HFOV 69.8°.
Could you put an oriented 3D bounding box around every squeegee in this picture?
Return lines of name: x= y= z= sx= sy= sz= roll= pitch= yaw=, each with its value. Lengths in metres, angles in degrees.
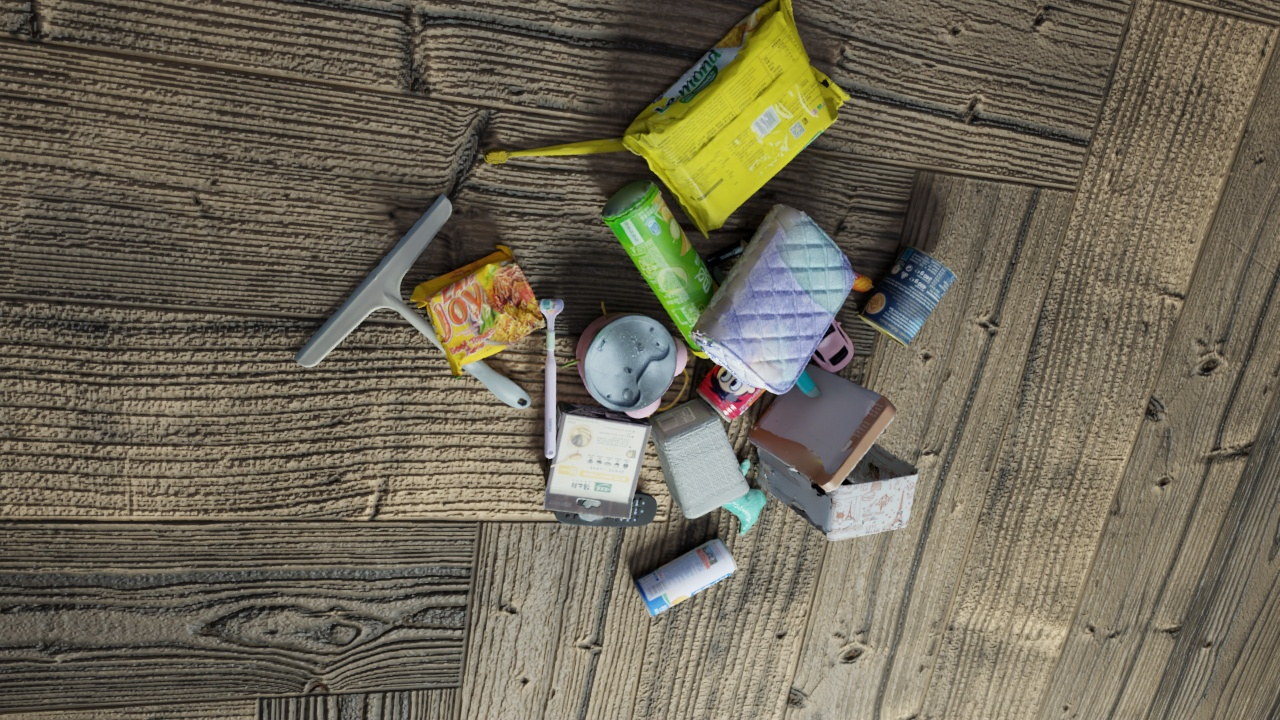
squeegee: x=-0.214 y=-0.014 z=1.044 sx=0.246 sy=0.039 sz=0.246 roll=-47 pitch=116 yaw=3

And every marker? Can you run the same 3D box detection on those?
marker: x=0.136 y=-0.144 z=1.116 sx=0.124 sy=0.015 sz=0.018 roll=-26 pitch=111 yaw=-5

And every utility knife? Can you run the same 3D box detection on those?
utility knife: x=0.154 y=-0.033 z=1.125 sx=0.207 sy=0.013 sz=0.029 roll=52 pitch=49 yaw=-4

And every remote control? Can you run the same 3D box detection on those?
remote control: x=-0.045 y=0.188 z=1.180 sx=0.136 sy=0.024 sz=0.053 roll=6 pitch=105 yaw=-18

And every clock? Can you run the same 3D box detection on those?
clock: x=-0.007 y=0.006 z=1.100 sx=0.158 sy=0.060 sz=0.117 roll=32 pitch=90 yaw=-26

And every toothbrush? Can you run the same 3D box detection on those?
toothbrush: x=-0.078 y=-0.233 z=1.015 sx=0.190 sy=0.016 sz=0.016 roll=-9 pitch=112 yaw=-14
toothbrush: x=-0.105 y=0.022 z=1.080 sx=0.029 sy=0.021 sz=0.189 roll=0 pitch=97 yaw=-11

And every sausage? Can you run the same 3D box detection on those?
sausage: x=0.227 y=-0.116 z=1.151 sx=0.165 sy=0.021 sz=0.021 roll=17 pitch=104 yaw=-22

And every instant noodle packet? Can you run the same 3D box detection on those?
instant noodle packet: x=-0.176 y=-0.055 z=1.012 sx=0.128 sy=0.044 sz=0.111 roll=-32 pitch=111 yaw=-26

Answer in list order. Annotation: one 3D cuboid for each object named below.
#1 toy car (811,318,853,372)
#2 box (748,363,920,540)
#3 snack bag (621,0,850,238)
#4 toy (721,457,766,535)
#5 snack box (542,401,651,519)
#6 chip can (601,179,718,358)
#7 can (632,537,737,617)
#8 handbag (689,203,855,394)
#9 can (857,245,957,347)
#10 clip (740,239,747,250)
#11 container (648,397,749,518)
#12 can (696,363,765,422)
toy car: x=0.230 y=-0.034 z=1.176 sx=0.056 sy=0.037 sz=0.122 roll=-43 pitch=115 yaw=0
box: x=0.238 y=0.100 z=1.148 sx=0.152 sy=0.182 sz=0.178 roll=-4 pitch=111 yaw=-26
snack bag: x=0.113 y=-0.267 z=1.028 sx=0.246 sy=0.068 sz=0.158 roll=-44 pitch=118 yaw=-4
toy: x=0.132 y=0.180 z=1.230 sx=0.092 sy=0.030 sz=0.096 roll=30 pitch=93 yaw=-27
snack box: x=-0.057 y=0.123 z=1.132 sx=0.113 sy=0.053 sz=0.126 roll=10 pitch=108 yaw=-14
chip can: x=0.038 y=-0.106 z=1.069 sx=0.072 sy=0.072 sz=0.221 roll=-36 pitch=116 yaw=-2
can: x=0.060 y=0.290 z=1.235 sx=0.134 sy=0.053 sz=0.053 roll=-27 pitch=115 yaw=-6
handbag: x=0.152 y=-0.066 z=1.058 sx=0.134 sy=0.076 sz=0.193 roll=41 pitch=75 yaw=-28
can: x=0.340 y=-0.083 z=1.169 sx=0.075 sy=0.075 sz=0.111 roll=31 pitch=98 yaw=-25
clip: x=0.162 y=-0.110 z=1.122 sx=0.083 sy=0.035 sz=0.105 roll=-10 pitch=118 yaw=-16
container: x=0.070 y=0.119 z=1.156 sx=0.090 sy=0.090 sz=0.114 roll=-24 pitch=112 yaw=-8
can: x=0.122 y=0.024 z=1.147 sx=0.094 sy=0.066 sz=0.066 roll=-46 pitch=116 yaw=3
